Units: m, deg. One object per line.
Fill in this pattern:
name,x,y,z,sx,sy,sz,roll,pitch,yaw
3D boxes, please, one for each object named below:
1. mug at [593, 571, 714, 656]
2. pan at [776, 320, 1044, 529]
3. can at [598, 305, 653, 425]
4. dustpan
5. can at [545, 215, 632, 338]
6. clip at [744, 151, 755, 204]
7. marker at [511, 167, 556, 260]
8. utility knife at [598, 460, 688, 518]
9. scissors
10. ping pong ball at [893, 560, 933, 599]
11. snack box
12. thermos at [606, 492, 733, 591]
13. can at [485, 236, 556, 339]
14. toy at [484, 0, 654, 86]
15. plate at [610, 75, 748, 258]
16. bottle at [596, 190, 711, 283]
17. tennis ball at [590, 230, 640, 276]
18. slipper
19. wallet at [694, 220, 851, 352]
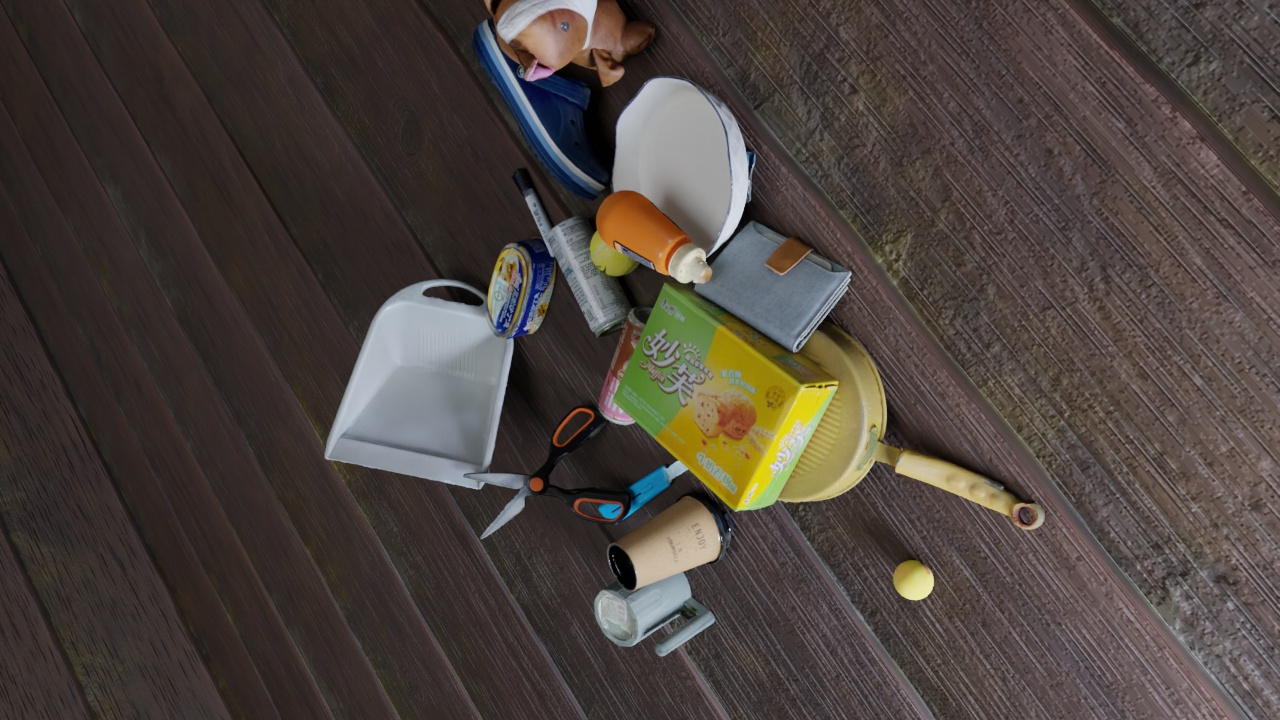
mug,0.017,0.321,1.183,0.124,0.103,0.084,30,122,33
pan,0.230,0.083,0.940,0.358,0.078,0.198,29,111,38
can,-0.007,0.007,1.129,0.058,0.057,0.148,38,127,27
dustpan,-0.291,0.017,1.272,0.223,0.257,0.143,11,132,1
can,-0.062,-0.104,1.142,0.058,0.058,0.146,-32,82,44
clip,0.108,-0.195,0.984,0.026,0.036,0.058,14,113,36
marker,-0.135,-0.192,1.207,0.023,0.018,0.130,-27,84,29
utility knife,0.017,0.159,1.188,0.224,0.018,0.034,-40,76,41
scissors,-0.115,0.156,1.215,0.221,0.022,0.232,24,81,8
ping pong ball,0.283,0.228,0.952,0.040,0.040,0.040,15,114,38
snack box,0.082,0.034,0.971,0.210,0.069,0.158,40,118,33
thermos,0.035,0.222,1.115,0.093,0.143,0.093,31,131,45
can,-0.163,-0.096,1.243,0.074,0.049,0.148,40,127,26
toy,-0.076,-0.361,0.972,0.131,0.199,0.140,-41,77,46
plate,0.043,-0.204,1.000,0.205,0.045,0.205,25,121,49
bottle,0.018,-0.125,0.974,0.149,0.066,0.067,39,127,31
tennis ball,-0.028,-0.133,1.096,0.065,0.065,0.065,15,114,38
slipper,-0.104,-0.306,1.093,0.095,0.105,0.253,-35,85,16
wallet,0.138,-0.083,0.948,0.130,0.106,0.037,35,169,26
